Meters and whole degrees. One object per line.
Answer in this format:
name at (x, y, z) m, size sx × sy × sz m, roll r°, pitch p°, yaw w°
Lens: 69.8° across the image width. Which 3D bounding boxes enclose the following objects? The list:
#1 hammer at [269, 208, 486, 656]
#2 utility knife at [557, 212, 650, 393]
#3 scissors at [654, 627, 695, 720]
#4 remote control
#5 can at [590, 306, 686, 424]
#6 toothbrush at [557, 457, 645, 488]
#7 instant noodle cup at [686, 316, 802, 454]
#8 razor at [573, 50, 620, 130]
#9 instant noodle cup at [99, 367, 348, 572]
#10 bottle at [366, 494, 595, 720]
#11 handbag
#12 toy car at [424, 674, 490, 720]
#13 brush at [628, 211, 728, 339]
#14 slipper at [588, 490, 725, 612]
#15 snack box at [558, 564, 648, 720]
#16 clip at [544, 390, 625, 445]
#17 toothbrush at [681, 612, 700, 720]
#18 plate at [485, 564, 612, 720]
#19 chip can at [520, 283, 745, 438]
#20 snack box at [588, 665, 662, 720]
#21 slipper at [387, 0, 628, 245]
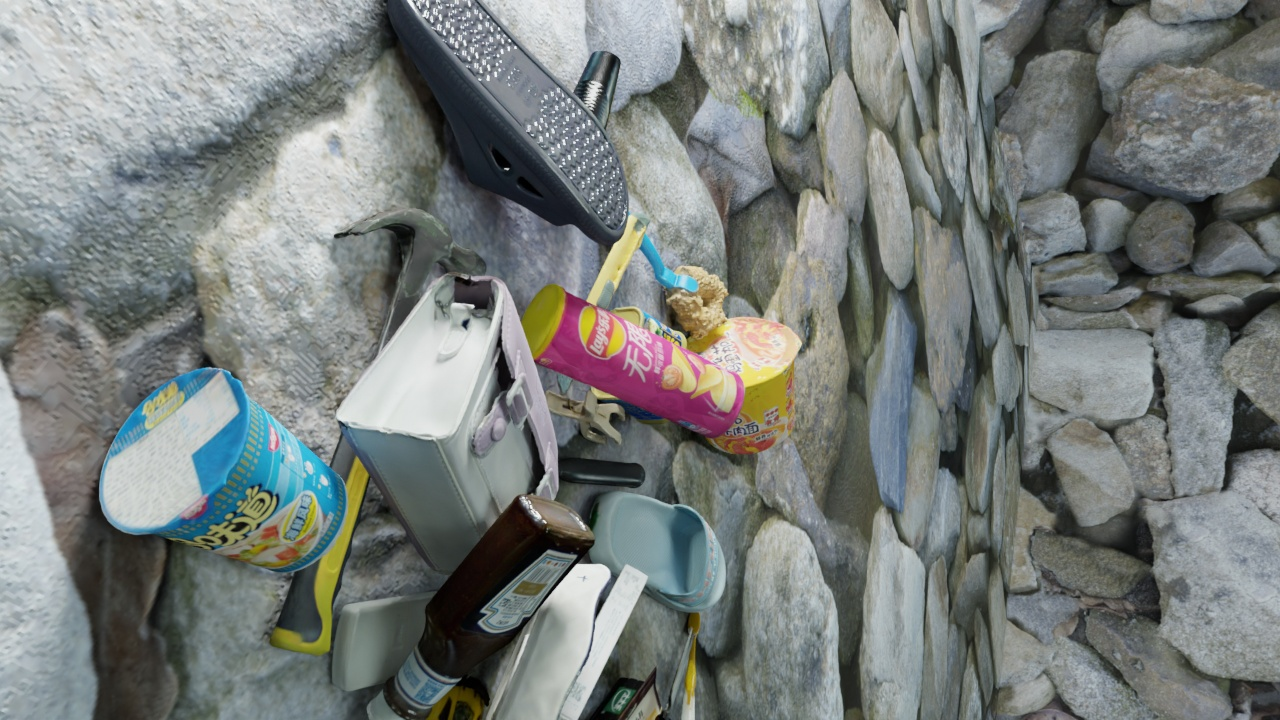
hammer at (-0.194, 0.038, 0.644) m, size 0.126 × 0.032 × 0.322 m, roll 38°, pitch 57°, yaw -50°
utility knife at (-0.038, -0.063, 0.898) m, size 0.031 × 0.022 × 0.210 m, roll 40°, pitch 69°, yaw -35°
scissors at (0.016, 0.371, 0.880) m, size 0.234 × 0.022 × 0.142 m, roll -52°, pitch 143°, yaw -50°
remote control at (-0.165, 0.203, 0.686) m, size 0.149 × 0.021 × 0.058 m, roll 12°, pitch 84°, yaw -58°
can at (-0.001, 0.005, 0.928) m, size 0.083 × 0.057 × 0.102 m, roll 29°, pitch 63°, yaw -51°
toothbrush at (-0.061, 0.101, 0.854) m, size 0.212 × 0.027 × 0.026 m, roll 17°, pitch 36°, yaw -56°
instant noodle cup at (0.117, 0.033, 1.049) m, size 0.137 × 0.138 × 0.110 m, roll -54°, pitch 139°, yaw -44°
razor at (-0.050, -0.235, 0.879) m, size 0.068 × 0.062 × 0.167 m, roll 94°, pitch 8°, yaw -57°
instant noodle cup at (-0.231, 0.074, 0.533) m, size 0.110 × 0.099 × 0.099 m, roll 56°, pitch 44°, yaw -53°
bottle at (-0.115, 0.178, 0.629) m, size 0.195 × 0.044 × 0.080 m, roll -50°, pitch 145°, yaw 7°
handbag at (-0.118, 0.053, 0.658) m, size 0.197 × 0.098 × 0.144 m, roll 81°, pitch 18°, yaw -51°
toy car at (-0.160, 0.304, 0.666) m, size 0.155 × 0.041 × 0.071 m, roll -66°, pitch 146°, yaw -30°
brush at (0.021, -0.107, 0.986) m, size 0.254 × 0.046 × 0.083 m, roll 43°, pitch 54°, yaw -42°
slipper at (0.032, 0.196, 0.953) m, size 0.245 × 0.074 × 0.104 m, roll 36°, pitch 57°, yaw -49°
snack box at (-0.044, 0.268, 0.829) m, size 0.156 × 0.027 × 0.085 m, roll -56°, pitch 173°, yaw -42°
clip at (-0.045, 0.050, 0.868) m, size 0.100 × 0.072 × 0.034 m, roll 40°, pitch 56°, yaw -54°
toothbrush at (0.054, 0.355, 0.990) m, size 0.190 × 0.016 × 0.018 m, roll -82°, pitch 161°, yaw -46°
plate at (-0.081, 0.248, 0.702) m, size 0.205 × 0.045 × 0.205 m, roll -161°, pitch -86°, yaw -87°
chip can at (-0.005, 0.005, 0.833) m, size 0.210 × 0.072 × 0.071 m, roll 25°, pitch 65°, yaw -28°
snack box at (-0.017, 0.375, 0.882) m, size 0.113 × 0.053 × 0.126 m, roll -40°, pitch 121°, yaw -51°
slipper at (-0.112, -0.198, 0.757) m, size 0.268 × 0.084 × 0.110 m, roll 46°, pitch 40°, yaw -23°
